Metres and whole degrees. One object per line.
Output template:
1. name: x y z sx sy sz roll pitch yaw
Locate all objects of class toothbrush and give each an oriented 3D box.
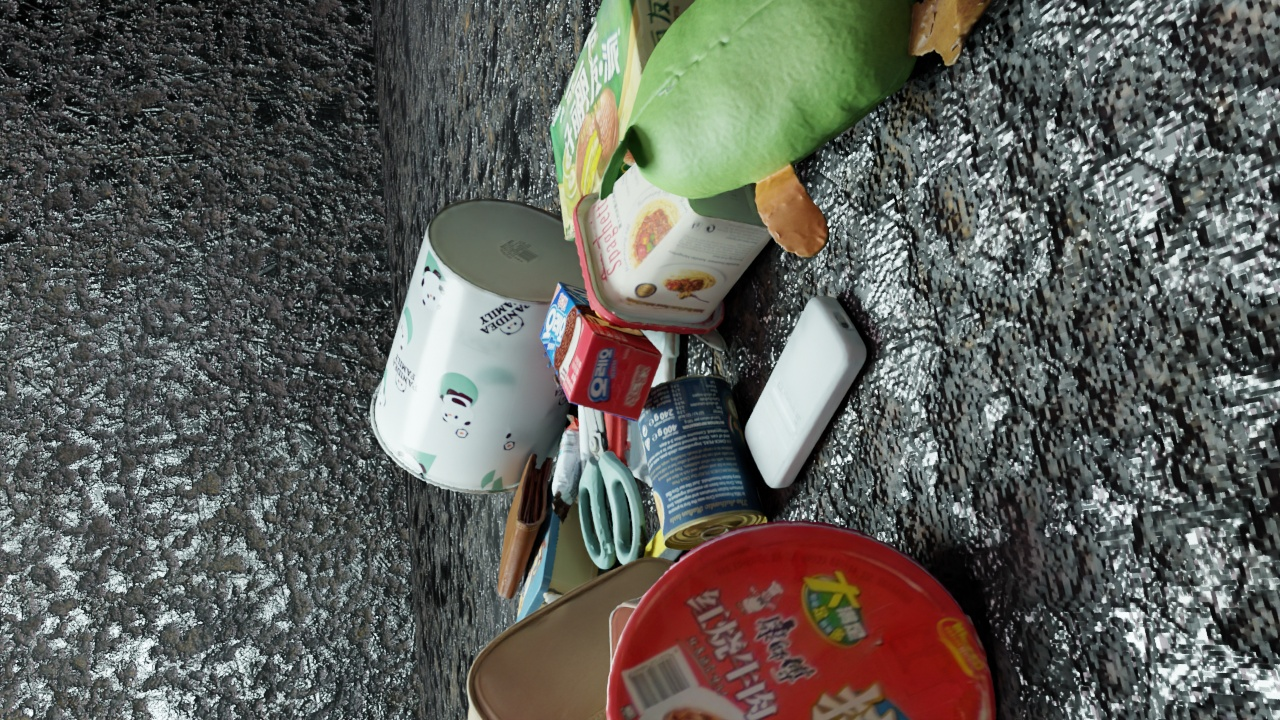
1. toothbrush: 0.012 -0.056 0.762 0.191 0.016 0.018 44 136 42

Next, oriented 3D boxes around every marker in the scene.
1. marker: -0.051 0.061 0.873 0.023 0.018 0.131 -155 62 -66

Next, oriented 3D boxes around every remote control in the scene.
1. remote control: 0.102 0.023 0.585 0.136 0.020 0.055 109 149 -42

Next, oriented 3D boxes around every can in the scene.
1. can: 0.042 0.073 0.670 0.075 0.075 0.111 122 140 -56

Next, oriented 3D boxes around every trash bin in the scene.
1. trash bin: -0.163 -0.023 1.003 0.229 0.229 0.253 -114 35 -43

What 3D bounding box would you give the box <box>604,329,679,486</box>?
1. box: -0.005 0.005 0.841 0.158 0.037 0.201 15 106 58

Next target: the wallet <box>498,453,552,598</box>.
1. wallet: -0.123 0.171 0.960 0.124 0.032 0.101 -90 20 -60

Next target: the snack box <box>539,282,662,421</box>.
1. snack box: -0.038 -0.012 0.737 0.207 0.057 0.058 -129 56 -71

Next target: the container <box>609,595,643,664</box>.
1. container: 0.048 0.190 0.592 0.090 0.110 0.090 1 95 34

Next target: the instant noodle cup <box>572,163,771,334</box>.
1. instant noodle cup: 0.027 -0.093 0.657 0.124 0.116 0.116 -46 49 47

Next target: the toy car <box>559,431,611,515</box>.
1. toy car: -0.049 0.111 0.944 0.031 0.049 0.105 109 149 -47

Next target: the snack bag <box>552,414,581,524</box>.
1. snack bag: -0.068 0.105 0.901 0.045 0.026 0.105 74 -156 -58

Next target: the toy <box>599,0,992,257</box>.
1. toy: 0.077 -0.166 0.503 0.247 0.089 0.226 -24 63 44

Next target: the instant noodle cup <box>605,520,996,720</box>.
1. instant noodle cup: 0.080 0.174 0.485 0.066 0.194 0.194 -38 -53 -84

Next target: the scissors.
1. scissors: -0.026 0.101 0.822 0.139 0.019 0.180 -4 90 60

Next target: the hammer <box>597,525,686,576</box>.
1. hammer: 0.008 0.190 0.832 0.324 0.031 0.126 120 142 -53

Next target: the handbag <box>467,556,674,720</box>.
1. handbag: -0.024 0.246 0.692 0.148 0.204 0.100 46 146 36

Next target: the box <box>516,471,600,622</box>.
1. box: -0.079 0.191 0.939 0.184 0.059 0.090 -91 24 -55

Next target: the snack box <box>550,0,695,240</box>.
1. snack box: -0.011 -0.189 0.716 0.241 0.063 0.114 139 124 -67
